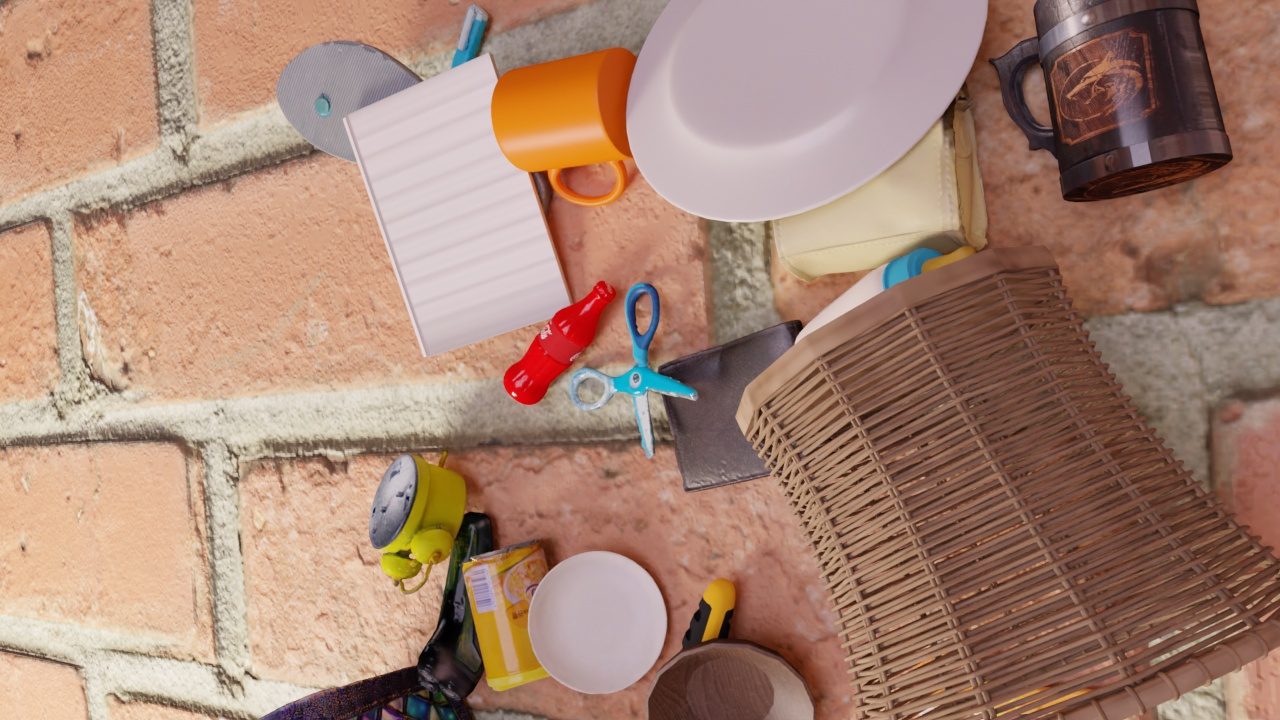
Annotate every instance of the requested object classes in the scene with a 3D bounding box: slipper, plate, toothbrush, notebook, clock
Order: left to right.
[{"bbox_3d":[-0.188,0.135,0.766,0.083,0.057,0.118,-34,45,39],"label":"clock"},{"bbox_3d":[-0.184,-0.191,0.774,0.269,0.054,0.098,29,110,12],"label":"slipper"},{"bbox_3d":[-0.149,-0.120,0.744,0.143,0.009,0.210,-16,95,20],"label":"notebook"},{"bbox_3d":[-0.032,0.197,0.697,0.104,0.026,0.104,0,83,1],"label":"plate"},{"bbox_3d":[0.033,0.246,0.672,0.031,0.031,0.197,16,105,-2],"label":"toothbrush"},{"bbox_3d":[0.091,-0.199,0.578,0.243,0.016,0.242,-14,62,28],"label":"plate"}]

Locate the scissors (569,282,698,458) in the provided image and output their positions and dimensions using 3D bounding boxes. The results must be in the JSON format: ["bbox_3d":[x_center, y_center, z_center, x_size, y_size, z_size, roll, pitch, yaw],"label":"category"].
[{"bbox_3d":[-0.004,0.002,0.683,0.134,0.011,0.137,13,90,48],"label":"scissors"}]

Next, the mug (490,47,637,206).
[{"bbox_3d":[-0.045,-0.169,0.688,0.096,0.077,0.113,0,119,32],"label":"mug"}]

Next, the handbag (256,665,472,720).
[{"bbox_3d":[-0.225,0.367,0.721,0.126,0.221,0.204,-38,73,26],"label":"handbag"}]

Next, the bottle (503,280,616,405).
[{"bbox_3d":[-0.061,-0.015,0.717,0.119,0.036,0.036,-47,68,23],"label":"bottle"}]

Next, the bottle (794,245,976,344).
[{"bbox_3d":[0.148,-0.029,0.547,0.051,0.051,0.147,65,148,13],"label":"bottle"}]

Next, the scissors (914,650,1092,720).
[{"bbox_3d":[0.230,0.208,0.558,0.128,0.013,0.064,-9,87,33],"label":"scissors"}]

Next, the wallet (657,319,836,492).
[{"bbox_3d":[0.072,0.035,0.643,0.120,0.031,0.099,-19,79,33],"label":"wallet"}]

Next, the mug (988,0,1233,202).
[{"bbox_3d":[0.250,-0.146,0.506,0.116,0.079,0.107,-17,80,57],"label":"mug"}]

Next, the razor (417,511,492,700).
[{"bbox_3d":[-0.151,0.203,0.764,0.054,0.067,0.151,6,86,29],"label":"razor"}]

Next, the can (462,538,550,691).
[{"bbox_3d":[-0.099,0.200,0.729,0.068,0.067,0.105,-19,81,31],"label":"can"}]

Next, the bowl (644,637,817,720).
[{"bbox_3d":[0.062,0.237,0.635,0.118,0.030,0.118,2,109,6],"label":"bowl"}]

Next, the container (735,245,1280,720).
[{"bbox_3d":[0.175,0.075,0.471,0.227,0.226,0.196,-35,67,27],"label":"container"}]

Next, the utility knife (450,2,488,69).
[{"bbox_3d":[-0.169,-0.216,0.791,0.022,0.015,0.181,35,110,30],"label":"utility knife"}]

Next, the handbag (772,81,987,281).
[{"bbox_3d":[0.148,-0.112,0.564,0.119,0.081,0.111,-8,80,33],"label":"handbag"}]
